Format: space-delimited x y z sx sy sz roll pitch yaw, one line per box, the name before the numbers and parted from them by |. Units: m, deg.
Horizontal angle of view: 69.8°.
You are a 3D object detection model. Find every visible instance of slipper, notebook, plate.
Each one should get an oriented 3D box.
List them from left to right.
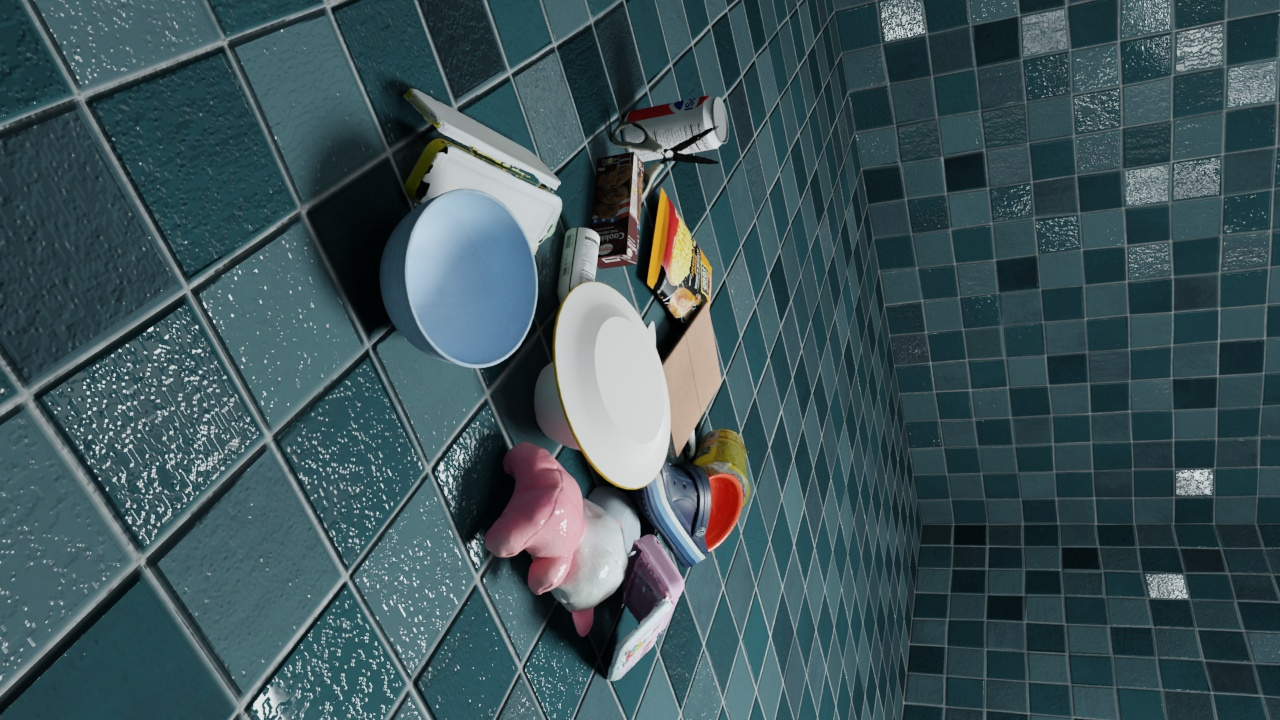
plate | -0.019 0.024 0.989 0.229 0.021 0.229 36 46 -50
slipper | 0.040 0.167 1.152 0.105 0.095 0.253 54 -7 44
notebook | 0.073 0.024 1.341 0.208 0.008 0.141 -53 138 -52

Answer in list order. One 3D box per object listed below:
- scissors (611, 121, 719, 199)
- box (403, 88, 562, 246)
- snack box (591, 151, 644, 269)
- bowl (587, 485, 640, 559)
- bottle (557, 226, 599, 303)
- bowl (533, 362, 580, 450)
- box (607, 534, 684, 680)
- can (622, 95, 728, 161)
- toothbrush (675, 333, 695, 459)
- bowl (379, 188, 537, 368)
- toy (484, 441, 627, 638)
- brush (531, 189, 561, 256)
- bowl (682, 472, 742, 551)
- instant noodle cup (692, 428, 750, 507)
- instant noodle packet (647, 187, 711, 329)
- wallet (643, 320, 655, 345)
scissors | 0.020 -0.259 1.178 0.169 0.157 0.012 -51 155 13
box | -0.158 -0.182 0.891 0.084 0.080 0.210 -55 155 11
snack box | -0.029 -0.188 1.151 0.031 0.051 0.140 37 53 -59
bowl | -0.029 0.203 1.098 0.106 0.039 0.106 -4 90 -66
bottle | -0.073 -0.094 1.050 0.041 0.041 0.115 43 47 -57
bowl | -0.068 0.045 1.004 0.116 0.066 0.116 -4 90 -66
box | -0.013 0.287 1.041 0.101 0.103 0.202 53 -21 21
can | 0.047 -0.314 1.245 0.070 0.132 0.070 -4 90 -66
toothbrush | 0.066 0.053 1.371 0.017 0.016 0.189 -3 88 -56
bowl | -0.165 -0.067 0.781 0.150 0.075 0.150 2 88 -55
toy | -0.076 0.183 0.940 0.213 0.084 0.141 61 27 -43
brush | -0.125 -0.104 0.973 0.033 0.012 0.217 63 33 -40
bowl | 0.084 0.210 1.302 0.130 0.045 0.131 -18 121 -34
instant noodle cup | 0.119 0.160 1.383 0.108 0.102 0.102 -73 149 -56
instant noodle packet | 0.063 -0.129 1.371 0.221 0.032 0.159 49 43 -54
wallet | -0.007 0.007 1.199 0.116 0.032 0.086 -63 152 -53
